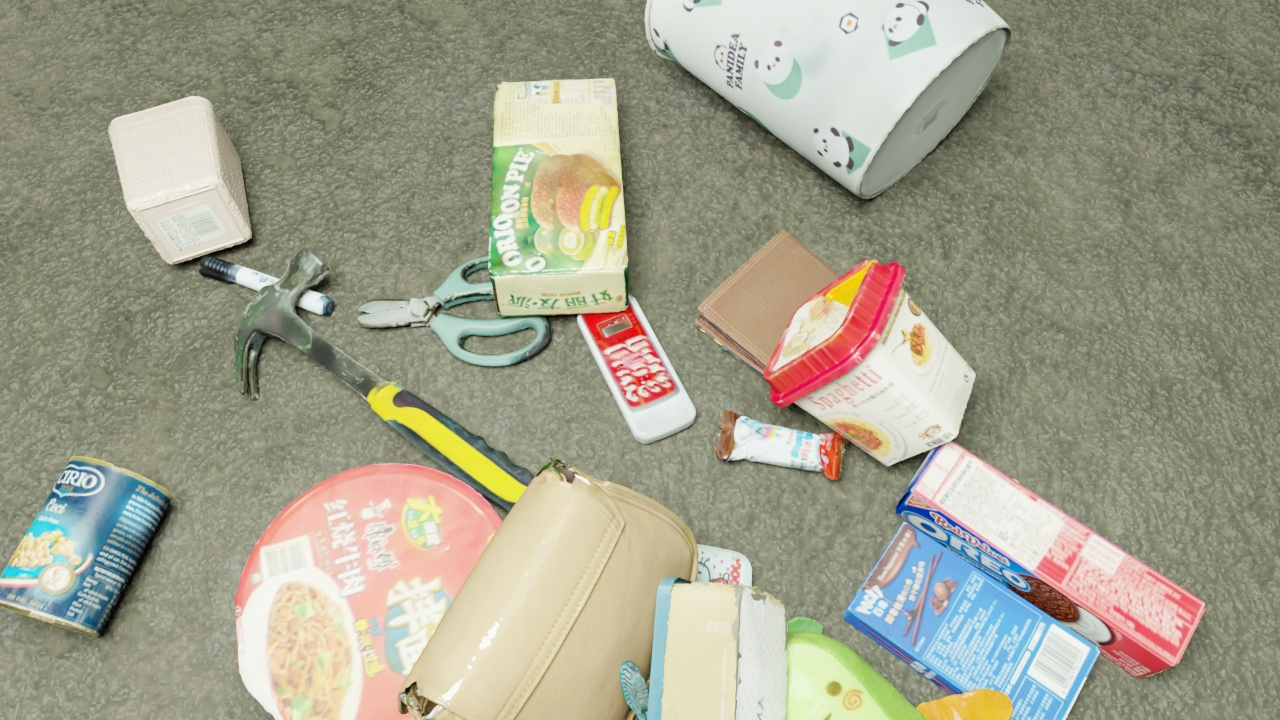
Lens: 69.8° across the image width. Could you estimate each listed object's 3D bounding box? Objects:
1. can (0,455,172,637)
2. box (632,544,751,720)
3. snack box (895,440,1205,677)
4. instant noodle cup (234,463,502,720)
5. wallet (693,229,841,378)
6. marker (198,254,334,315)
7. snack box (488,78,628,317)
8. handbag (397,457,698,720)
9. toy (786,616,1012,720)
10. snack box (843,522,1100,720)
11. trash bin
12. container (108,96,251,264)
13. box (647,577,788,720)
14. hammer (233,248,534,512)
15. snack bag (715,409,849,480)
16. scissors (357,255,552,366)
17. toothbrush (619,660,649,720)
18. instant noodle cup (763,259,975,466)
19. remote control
[{"bbox_3d":[-0.401,0.135,0.662,0.075,0.075,0.111,13,62,7],"label":"can"},{"bbox_3d":[-0.004,0.218,0.639,0.158,0.038,0.200,7,60,3],"label":"box"},{"bbox_3d":[0.292,0.141,0.672,0.207,0.057,0.058,35,69,17],"label":"snack box"},{"bbox_3d":[-0.180,0.172,0.648,0.194,0.066,0.193,1,61,-1],"label":"instant noodle cup"},{"bbox_3d":[0.123,-0.045,0.790,0.101,0.032,0.124,41,69,16],"label":"wallet"},{"bbox_3d":[-0.329,-0.065,0.806,0.131,0.018,0.022,20,71,11],"label":"marker"},{"bbox_3d":[-0.072,-0.151,0.816,0.114,0.063,0.239,-3,56,-2],"label":"snack box"},{"bbox_3d":[-0.056,0.167,0.569,0.100,0.148,0.204,2,50,44],"label":"handbag"},{"bbox_3d":[0.141,0.279,0.575,0.226,0.090,0.246,-27,63,-10],"label":"toy"},{"bbox_3d":[0.235,0.195,0.658,0.157,0.026,0.084,34,66,17],"label":"snack box"},{"bbox_3d":[0.170,-0.296,0.827,0.229,0.230,0.252,-38,73,-19],"label":"trash bin"},{"bbox_3d":[-0.401,-0.155,0.806,0.089,0.090,0.111,-20,57,-11],"label":"container"},{"bbox_3d":[0.047,0.213,0.548,0.060,0.089,0.184,-8,65,28],"label":"box"},{"bbox_3d":[-0.194,0.040,0.733,0.323,0.032,0.126,33,78,14],"label":"hammer"},{"bbox_3d":[0.112,0.068,0.729,0.105,0.026,0.045,10,63,6],"label":"snack bag"},{"bbox_3d":[-0.160,-0.032,0.787,0.180,0.019,0.139,-11,62,-8],"label":"scissors"},{"bbox_3d":[0.017,0.269,0.558,0.016,0.018,0.192,-19,103,-21],"label":"toothbrush"},{"bbox_3d":[0.179,0.007,0.702,0.124,0.117,0.116,40,52,-11],"label":"instant noodle cup"},{"bbox_3d":[-0.005,0.004,0.767,0.055,0.020,0.136,-21,63,-12],"label":"remote control"}]
